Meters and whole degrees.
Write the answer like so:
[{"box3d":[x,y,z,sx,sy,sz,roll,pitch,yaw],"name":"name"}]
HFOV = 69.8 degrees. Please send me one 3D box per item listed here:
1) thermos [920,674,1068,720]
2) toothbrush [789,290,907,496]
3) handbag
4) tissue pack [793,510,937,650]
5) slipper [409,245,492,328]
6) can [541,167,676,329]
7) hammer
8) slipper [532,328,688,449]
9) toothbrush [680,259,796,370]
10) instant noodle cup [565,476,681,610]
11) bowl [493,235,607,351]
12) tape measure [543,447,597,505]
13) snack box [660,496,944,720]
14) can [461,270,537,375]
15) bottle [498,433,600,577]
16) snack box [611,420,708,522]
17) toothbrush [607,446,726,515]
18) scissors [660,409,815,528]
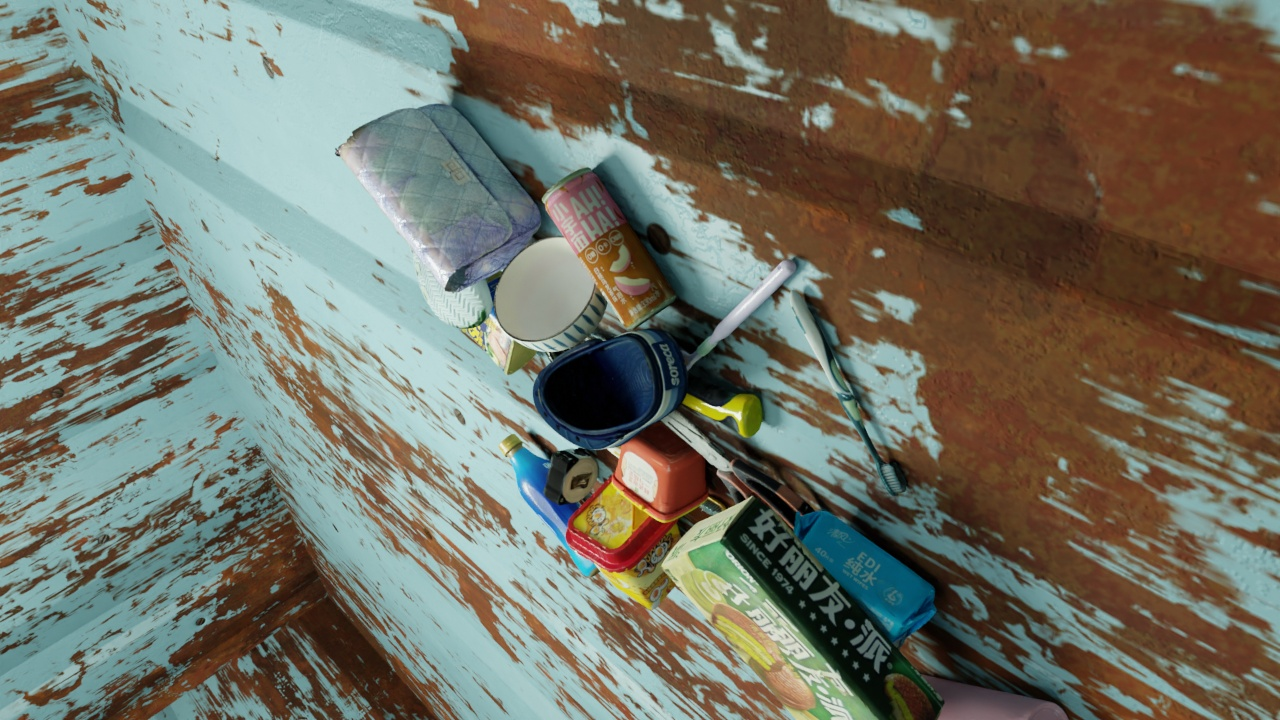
[{"box3d":[0.279,0.321,0.812,0.087,0.067,0.199,34,156,-22],"name":"thermos"},{"box3d":[0.167,0.027,0.736,0.018,0.016,0.191,-19,103,49],"name":"toothbrush"},{"box3d":[-0.204,-0.176,0.954,0.194,0.133,0.076,49,149,10],"name":"handbag"},{"box3d":[0.186,0.199,0.814,0.140,0.063,0.090,34,145,21],"name":"tissue pack"},{"box3d":[-0.216,-0.148,1.043,0.104,0.074,0.245,-37,67,48],"name":"slipper"},{"box3d":[-0.028,-0.103,0.848,0.147,0.057,0.058,56,150,0],"name":"can"},{"box3d":[-0.006,0.005,0.944,0.324,0.031,0.126,25,137,41],"name":"hammer"},{"box3d":[-0.046,0.036,0.888,0.253,0.095,0.105,-21,82,58],"name":"slipper"},{"box3d":[0.076,-0.035,0.786,0.021,0.029,0.190,16,147,-21],"name":"toothbrush"},{"box3d":[-0.007,0.216,1.075,0.116,0.116,0.124,21,146,45],"name":"instant noodle cup"},{"box3d":[-0.081,-0.059,0.919,0.116,0.116,0.066,33,174,34],"name":"bowl"},{"box3d":[-0.085,0.144,1.151,0.033,0.065,0.066,26,111,36],"name":"tape measure"},{"box3d":[0.135,0.233,0.790,0.240,0.063,0.115,49,147,-1],"name":"snack box"},{"box3d":[-0.163,-0.043,1.096,0.083,0.057,0.102,46,148,15],"name":"can"},{"box3d":[-0.114,0.189,1.234,0.218,0.065,0.065,49,149,12],"name":"bottle"},{"box3d":[0.021,0.112,0.961,0.091,0.081,0.080,32,132,37],"name":"snack box"},{"box3d":[0.023,0.132,1.033,0.191,0.018,0.016,24,135,43],"name":"toothbrush"},{"box3d":[0.082,0.109,0.900,0.206,0.015,0.197,17,142,39],"name":"scissors"}]
